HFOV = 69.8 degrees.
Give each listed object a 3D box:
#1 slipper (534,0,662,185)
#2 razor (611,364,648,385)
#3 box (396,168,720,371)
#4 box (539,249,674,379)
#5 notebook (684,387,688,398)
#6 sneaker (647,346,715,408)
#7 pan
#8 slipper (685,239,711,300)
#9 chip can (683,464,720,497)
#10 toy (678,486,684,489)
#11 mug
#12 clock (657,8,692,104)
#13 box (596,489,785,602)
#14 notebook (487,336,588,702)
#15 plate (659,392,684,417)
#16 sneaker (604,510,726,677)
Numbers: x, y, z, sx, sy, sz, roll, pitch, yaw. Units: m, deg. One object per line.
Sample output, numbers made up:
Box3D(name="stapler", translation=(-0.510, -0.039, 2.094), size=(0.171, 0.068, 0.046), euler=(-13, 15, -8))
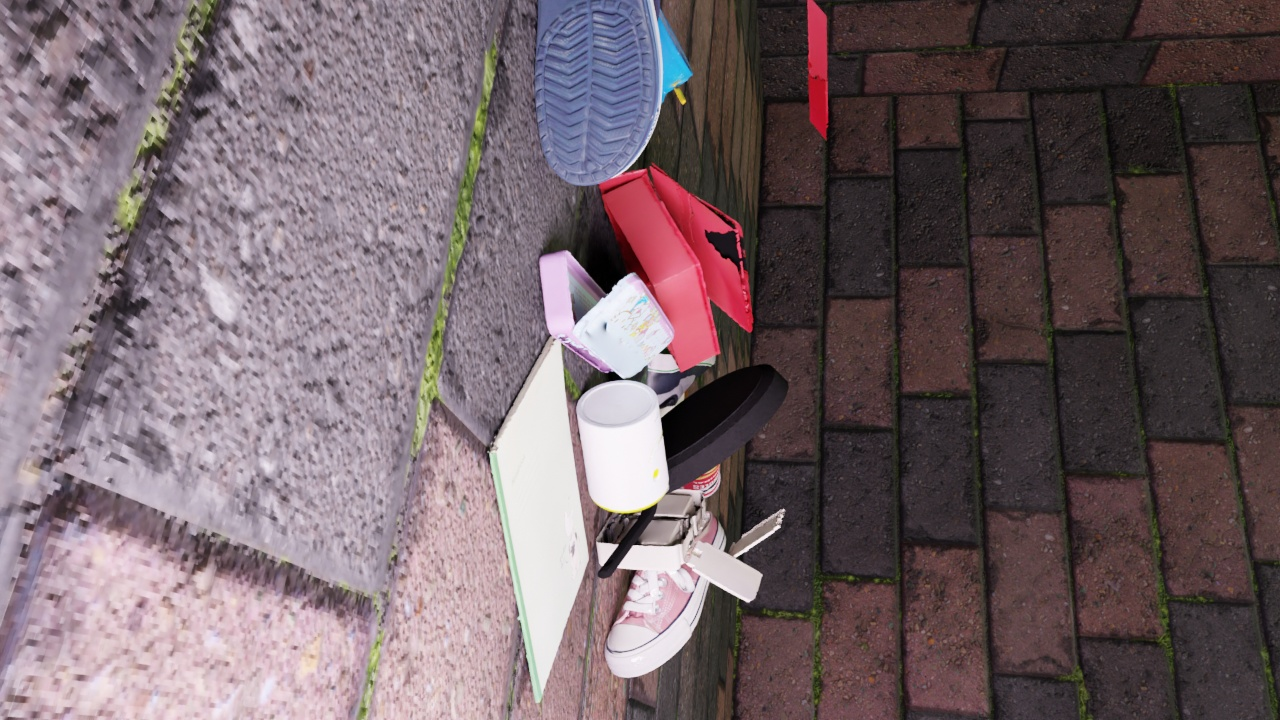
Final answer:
Box3D(name="slipper", translation=(-0.027, -0.271, 0.747), size=(0.095, 0.105, 0.253), euler=(-23, 112, -70))
Box3D(name="razor", translation=(-0.006, 0.006, 1.012), size=(0.067, 0.053, 0.152), euler=(44, -29, 35))
Box3D(name="box", translation=(-0.080, -0.067, 1.008), size=(0.214, 0.325, 0.152), euler=(70, 9, -63))
Box3D(name="box", translation=(-0.031, -0.033, 0.838), size=(0.214, 0.096, 0.077), euler=(45, 64, -75))
Box3D(name="notebook", translation=(0.065, -0.044, 1.504), size=(0.250, 0.014, 0.178), euler=(77, 18, -52))
Box3D(name="sneaker", translation=(0.037, 0.018, 1.185), size=(0.235, 0.084, 0.079), euler=(-13, 113, -70))
Box3D(name="pan", translation=(0.039, 0.111, 1.015), size=(0.034, 0.226, 0.355), euler=(53, 42, -10))
Box3D(name="slipper", translation=(0.047, -0.105, 1.198), size=(0.238, 0.094, 0.064), euler=(-84, 174, -52))
Box3D(name="chip can", translation=(0.085, 0.145, 1.361), size=(0.221, 0.069, 0.069), euler=(80, 15, -67))
Box3D(name="toy", translation=(0.034, 0.275, 1.200), size=(0.193, 0.084, 0.159), euler=(-78, 172, -48))
Box3D(name="mug", translation=(-0.017, 0.085, 0.909), size=(0.082, 0.082, 0.106), euler=(-73, 160, -55))
Box3D(name="clock", translation=(-0.004, -0.330, 0.913), size=(0.161, 0.060, 0.116), euler=(56, 17, -31))
Box3D(name="box", translation=(0.060, 0.204, 1.018), size=(0.143, 0.191, 0.069), euler=(-45, 132, -65))
Box3D(name="notebook", translation=(-0.080, 0.131, 0.774), size=(0.181, 0.010, 0.253), euler=(-70, 158, -59))
Box3D(name="plate", translation=(0.039, 0.045, 1.323), size=(0.182, 0.034, 0.182), euler=(2, 89, -79))
Box3D(name="sneaker", translation=(0.024, 0.251, 1.067), size=(0.240, 0.118, 0.088), euler=(-54, 128, -42))
